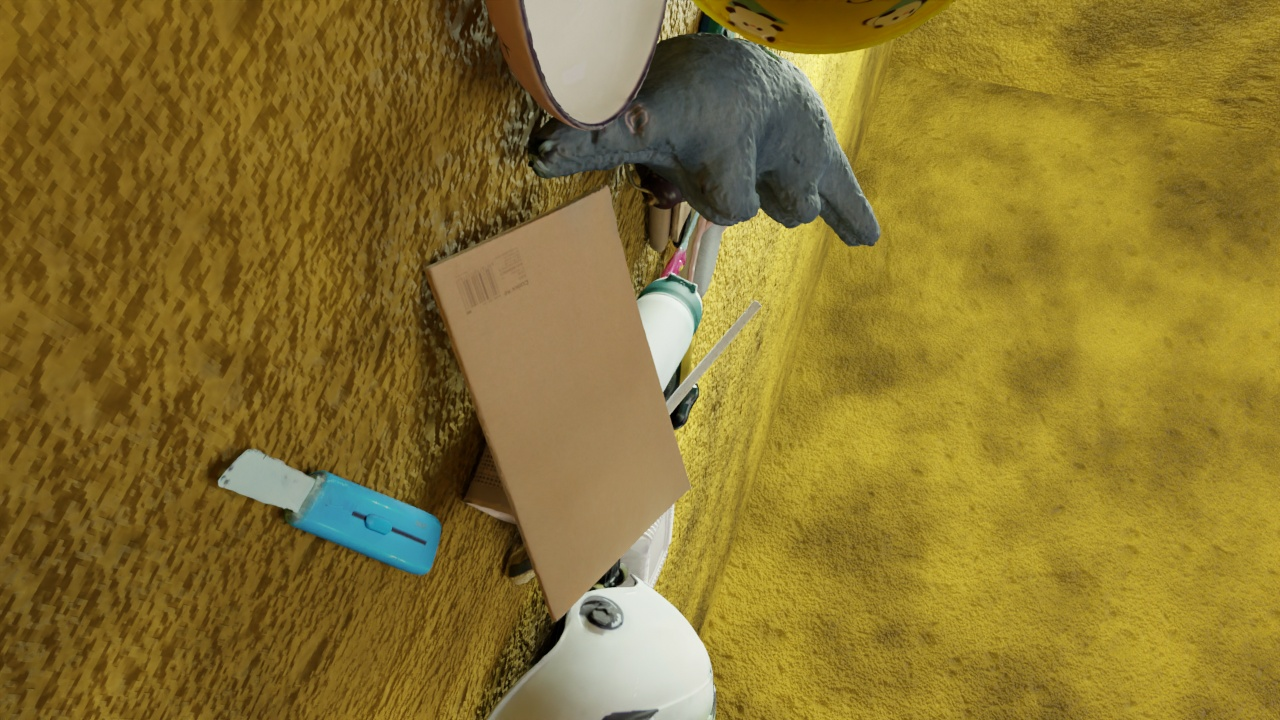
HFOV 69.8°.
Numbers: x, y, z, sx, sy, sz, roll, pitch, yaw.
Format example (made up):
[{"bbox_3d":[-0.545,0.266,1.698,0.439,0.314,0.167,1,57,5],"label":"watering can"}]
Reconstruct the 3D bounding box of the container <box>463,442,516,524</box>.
[{"bbox_3d":[-0.051,0.059,0.615,0.090,0.090,0.110,63,42,-71],"label":"container"}]

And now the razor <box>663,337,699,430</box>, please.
[{"bbox_3d":[0.035,-0.005,0.934,0.067,0.062,0.168,-18,135,-24],"label":"razor"}]

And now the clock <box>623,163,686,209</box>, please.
[{"bbox_3d":[0.031,-0.160,0.698,0.121,0.055,0.082,-22,107,-36],"label":"clock"}]

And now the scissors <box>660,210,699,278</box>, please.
[{"bbox_3d":[0.044,-0.115,0.880,0.064,0.017,0.136,-48,166,-49],"label":"scissors"}]

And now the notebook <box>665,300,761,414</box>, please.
[{"bbox_3d":[0.025,0.043,0.836,0.208,0.012,0.151,-49,176,-18],"label":"notebook"}]

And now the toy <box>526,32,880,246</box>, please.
[{"bbox_3d":[0.061,-0.150,0.619,0.355,0.092,0.138,-2,82,-47],"label":"toy"}]

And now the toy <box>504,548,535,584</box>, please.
[{"bbox_3d":[-0.059,0.145,0.725,0.105,0.066,0.157,-42,165,-23],"label":"toy"}]

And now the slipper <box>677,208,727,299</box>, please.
[{"bbox_3d":[0.097,-0.185,0.987,0.114,0.054,0.274,21,86,-76],"label":"slipper"}]

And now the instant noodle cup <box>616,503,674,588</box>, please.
[{"bbox_3d":[-0.005,0.200,1.024,0.174,0.060,0.137,94,18,-45],"label":"instant noodle cup"}]

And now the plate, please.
[{"bbox_3d":[-0.031,-0.211,0.443,0.192,0.039,0.192,12,89,-72],"label":"plate"}]

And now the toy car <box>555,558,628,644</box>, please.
[{"bbox_3d":[-0.056,0.260,0.920,0.070,0.042,0.158,-23,132,-69],"label":"toy car"}]

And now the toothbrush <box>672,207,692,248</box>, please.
[{"bbox_3d":[0.052,-0.195,0.880,0.018,0.015,0.181,-64,165,-68],"label":"toothbrush"}]

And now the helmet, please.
[{"bbox_3d":[-0.021,0.330,0.818,0.258,0.146,0.229,-9,122,-61],"label":"helmet"}]

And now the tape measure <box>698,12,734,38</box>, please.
[{"bbox_3d":[0.070,-0.294,0.815,0.058,0.025,0.054,84,25,-56],"label":"tape measure"}]

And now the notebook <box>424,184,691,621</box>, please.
[{"bbox_3d":[-0.036,0.020,0.534,0.149,0.012,0.211,-37,117,-47],"label":"notebook"}]

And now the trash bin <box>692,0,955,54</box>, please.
[{"bbox_3d":[0.137,-0.358,0.621,0.254,0.230,0.230,-65,165,-52],"label":"trash bin"}]

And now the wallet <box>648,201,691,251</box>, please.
[{"bbox_3d":[0.031,-0.163,0.802,0.115,0.033,0.090,93,17,-55],"label":"wallet"}]

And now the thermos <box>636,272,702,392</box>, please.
[{"bbox_3d":[-0.005,0.005,0.780,0.223,0.073,0.073,-58,159,-50],"label":"thermos"}]

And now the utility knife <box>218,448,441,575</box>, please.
[{"bbox_3d":[-0.137,0.073,0.430,0.203,0.018,0.034,64,44,-68],"label":"utility knife"}]
